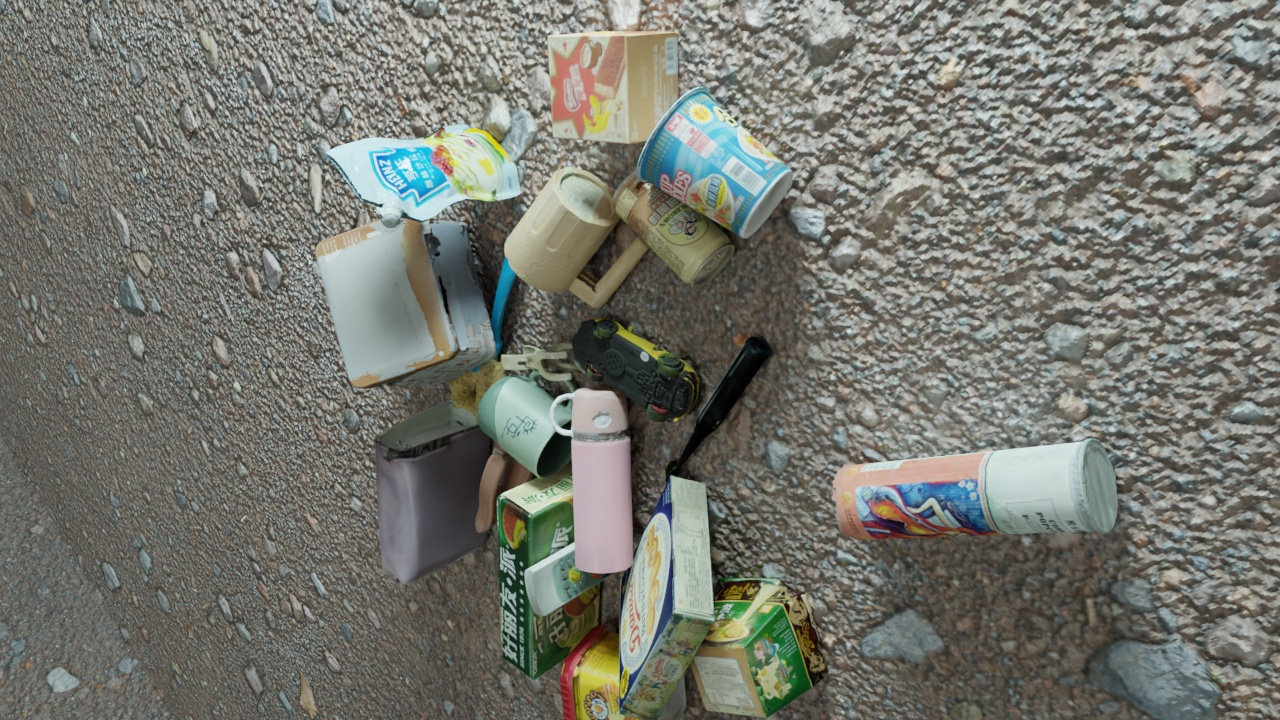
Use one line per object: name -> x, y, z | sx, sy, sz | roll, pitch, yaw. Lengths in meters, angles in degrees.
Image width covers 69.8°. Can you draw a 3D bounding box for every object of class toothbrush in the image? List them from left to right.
toothbrush -> 0.071, 0.057, 0.931 | 0.213, 0.026, 0.027 | -60, 33, 39

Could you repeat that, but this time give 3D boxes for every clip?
clip -> -0.104, -0.003, 1.054 | 0.104, 0.076, 0.034 | 8, 114, 48

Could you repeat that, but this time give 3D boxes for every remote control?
remote control -> -0.073, 0.238, 1.049 | 0.019, 0.134, 0.056 | 2, 108, 47

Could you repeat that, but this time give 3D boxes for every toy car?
toy car -> -0.006, 0.006, 0.960 | 0.156, 0.041, 0.071 | 29, 124, 26

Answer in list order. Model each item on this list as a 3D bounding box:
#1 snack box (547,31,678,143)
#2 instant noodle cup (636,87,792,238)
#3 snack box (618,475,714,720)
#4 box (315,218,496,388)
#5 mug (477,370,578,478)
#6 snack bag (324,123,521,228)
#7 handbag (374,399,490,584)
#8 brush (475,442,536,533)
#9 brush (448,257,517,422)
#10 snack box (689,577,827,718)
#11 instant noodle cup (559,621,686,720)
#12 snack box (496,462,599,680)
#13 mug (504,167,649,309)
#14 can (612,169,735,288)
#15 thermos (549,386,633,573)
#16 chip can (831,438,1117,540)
snack box -> -0.024, -0.253, 0.845 | 0.094, 0.076, 0.093 | 15, 117, 35
instant noodle cup -> 0.069, -0.166, 0.798 | 0.110, 0.099, 0.099 | 39, 129, 12
snack box -> 0.023, 0.247, 0.955 | 0.045, 0.177, 0.183 | 15, 125, -11
box -> -0.273, -0.064, 1.048 | 0.149, 0.157, 0.181 | -26, 74, 44
mug -> -0.122, 0.061, 1.062 | 0.106, 0.082, 0.112 | 35, 97, 25
snack bag -> -0.219, -0.195, 0.953 | 0.039, 0.190, 0.110 | -39, 81, 44
handbag -> -0.272, 0.168, 1.181 | 0.098, 0.144, 0.197 | 20, 119, 30
brush -> -0.169, 0.155, 1.139 | 0.063, 0.072, 0.146 | 38, 130, 21
brush -> -0.173, -0.034, 1.086 | 0.083, 0.045, 0.255 | 40, 124, 29
snack box -> 0.110, 0.300, 0.944 | 0.118, 0.105, 0.118 | -13, 99, 43
instant noodle cup -> -0.017, 0.391, 1.091 | 0.124, 0.115, 0.116 | 6, 111, 25
snack box -> -0.107, 0.251, 1.097 | 0.063, 0.114, 0.240 | 23, 121, 37
mug -> -0.063, -0.121, 0.939 | 0.124, 0.084, 0.104 | 36, 130, -8
can -> 0.030, -0.127, 0.864 | 0.116, 0.058, 0.059 | 47, 131, 15
thermos -> -0.052, 0.129, 1.006 | 0.067, 0.087, 0.198 | -130, 37, -80
chip can -> 0.267, 0.110, 0.757 | 0.215, 0.071, 0.071 | -13, 99, 43
